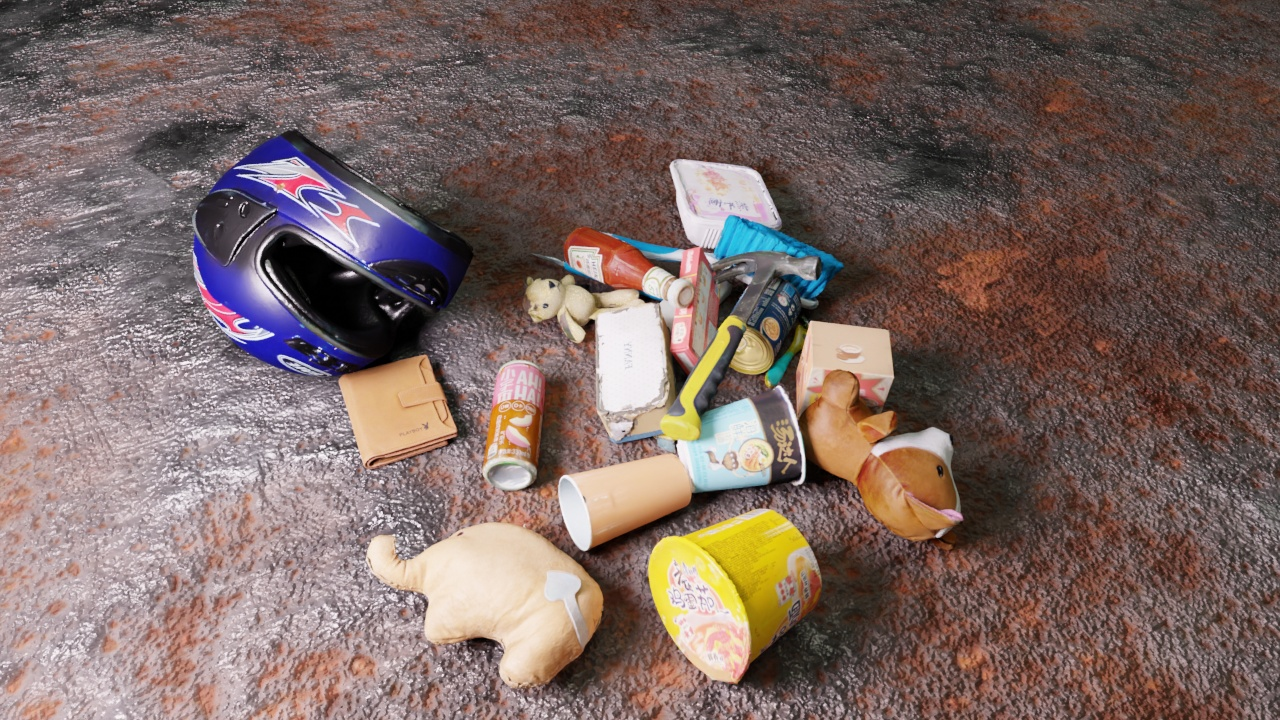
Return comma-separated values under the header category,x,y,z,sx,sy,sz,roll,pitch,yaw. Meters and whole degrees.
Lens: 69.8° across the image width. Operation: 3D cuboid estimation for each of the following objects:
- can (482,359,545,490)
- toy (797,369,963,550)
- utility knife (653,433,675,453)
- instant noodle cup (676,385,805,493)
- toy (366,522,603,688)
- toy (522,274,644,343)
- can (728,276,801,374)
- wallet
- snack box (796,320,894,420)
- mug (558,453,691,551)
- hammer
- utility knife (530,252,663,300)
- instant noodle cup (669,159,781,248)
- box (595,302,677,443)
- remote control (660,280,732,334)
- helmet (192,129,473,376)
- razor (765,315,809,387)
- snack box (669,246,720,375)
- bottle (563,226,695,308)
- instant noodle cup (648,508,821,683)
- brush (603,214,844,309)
category,x,y,z,sx,sy,sz,roll,pitch,yaw
can,-0.138,0.070,1.011,0.058,0.058,0.147,2,46,-2
toy,0.259,0.105,0.950,0.130,0.140,0.199,-39,60,6
utility knife,0.024,0.042,1.079,0.033,0.015,0.169,-4,46,-4
instant noodle cup,0.103,0.093,0.982,0.120,0.111,0.111,-13,48,-5
toy,-0.144,0.210,0.860,0.226,0.083,0.143,22,40,20
toy,-0.071,-0.073,1.151,0.157,0.066,0.105,2,59,-22
can,0.147,-0.046,1.133,0.075,0.075,0.110,21,48,16
wallet,-0.274,0.055,1.037,0.107,0.031,0.131,-17,50,-17
snack box,0.234,0.018,1.063,0.093,0.095,0.076,7,46,2
mug,-0.014,0.140,0.945,0.122,0.078,0.078,-14,48,-25
hammer,0.099,-0.029,1.036,0.126,0.032,0.322,9,43,26
utility knife,-0.057,-0.114,1.217,0.198,0.034,0.018,18,87,15
instant noodle cup,0.113,-0.214,1.290,0.138,0.060,0.173,4,40,-12
box,-0.006,0.006,1.069,0.090,0.060,0.183,-11,44,10
remote control,0.062,-0.071,1.188,0.056,0.019,0.134,30,50,18
helmet,-0.356,-0.099,1.028,0.316,0.247,0.240,32,91,35
razor,0.183,-0.004,1.127,0.043,0.028,0.132,46,50,-3
snack box,0.069,-0.056,1.116,0.025,0.075,0.152,-9,54,25
bottle,-0.014,-0.111,1.127,0.059,0.060,0.206,-30,40,-29
instant noodle cup,0.091,0.208,0.850,0.109,0.138,0.138,-20,50,-34
brush,0.097,-0.142,1.190,0.314,0.110,0.060,25,25,2
